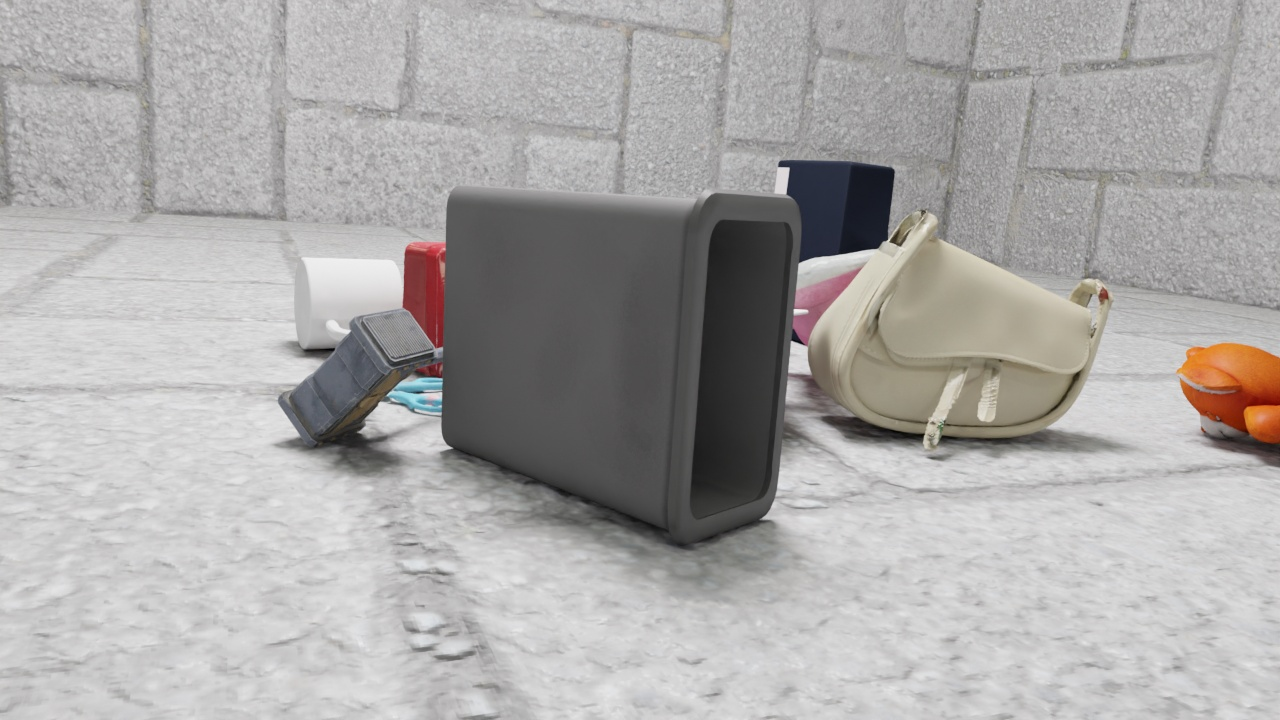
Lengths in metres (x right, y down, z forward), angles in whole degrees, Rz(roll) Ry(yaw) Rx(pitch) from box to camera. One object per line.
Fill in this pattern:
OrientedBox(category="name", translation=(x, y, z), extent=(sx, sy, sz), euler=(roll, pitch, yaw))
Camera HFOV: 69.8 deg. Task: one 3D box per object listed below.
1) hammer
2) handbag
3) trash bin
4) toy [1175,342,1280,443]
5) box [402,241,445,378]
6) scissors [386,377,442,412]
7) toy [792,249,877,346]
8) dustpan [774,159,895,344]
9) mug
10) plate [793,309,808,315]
OrientedBox(category="hammer", translation=(-0.138, -0.011, 0.740), extent=(0.099, 0.044, 0.321), euler=(-40, -7, 24))
OrientedBox(category="handbag", translation=(0.279, -0.012, 0.768), extent=(0.229, 0.184, 0.132), euler=(19, 10, -16))
OrientedBox(category="trash bin", translation=(-0.023, -0.013, 0.576), extent=(0.220, 0.192, 0.097), euler=(13, 14, 42))
OrientedBox(category="toy", translation=(0.580, 0.042, 0.835), extent=(0.172, 0.093, 0.163), euler=(26, 23, 29))
OrientedBox(category="box", translation=(-0.140, -0.052, 0.880), extent=(0.158, 0.129, 0.087), euler=(-6, 17, -41))
OrientedBox(category="scissors", translation=(-0.199, 0.024, 0.769), extent=(0.136, 0.015, 0.125), euler=(13, 12, 11))
OrientedBox(category="toy", translation=(0.202, -0.035, 0.927), extent=(0.187, 0.127, 0.265), euler=(-17, -15, 21))
OrientedBox(category="dustpan", translation=(0.266, -0.132, 1.177), extent=(0.080, 0.236, 0.273), euler=(1, 12, -23))
OrientedBox(category="mug", translation=(-0.291, -0.050, 0.922), extent=(0.090, 0.091, 0.121), euler=(-2, 30, -30))
OrientedBox(category="plate", translation=(0.018, -0.032, 0.773), extent=(0.242, 0.016, 0.242), euler=(-8, 2, 0))
